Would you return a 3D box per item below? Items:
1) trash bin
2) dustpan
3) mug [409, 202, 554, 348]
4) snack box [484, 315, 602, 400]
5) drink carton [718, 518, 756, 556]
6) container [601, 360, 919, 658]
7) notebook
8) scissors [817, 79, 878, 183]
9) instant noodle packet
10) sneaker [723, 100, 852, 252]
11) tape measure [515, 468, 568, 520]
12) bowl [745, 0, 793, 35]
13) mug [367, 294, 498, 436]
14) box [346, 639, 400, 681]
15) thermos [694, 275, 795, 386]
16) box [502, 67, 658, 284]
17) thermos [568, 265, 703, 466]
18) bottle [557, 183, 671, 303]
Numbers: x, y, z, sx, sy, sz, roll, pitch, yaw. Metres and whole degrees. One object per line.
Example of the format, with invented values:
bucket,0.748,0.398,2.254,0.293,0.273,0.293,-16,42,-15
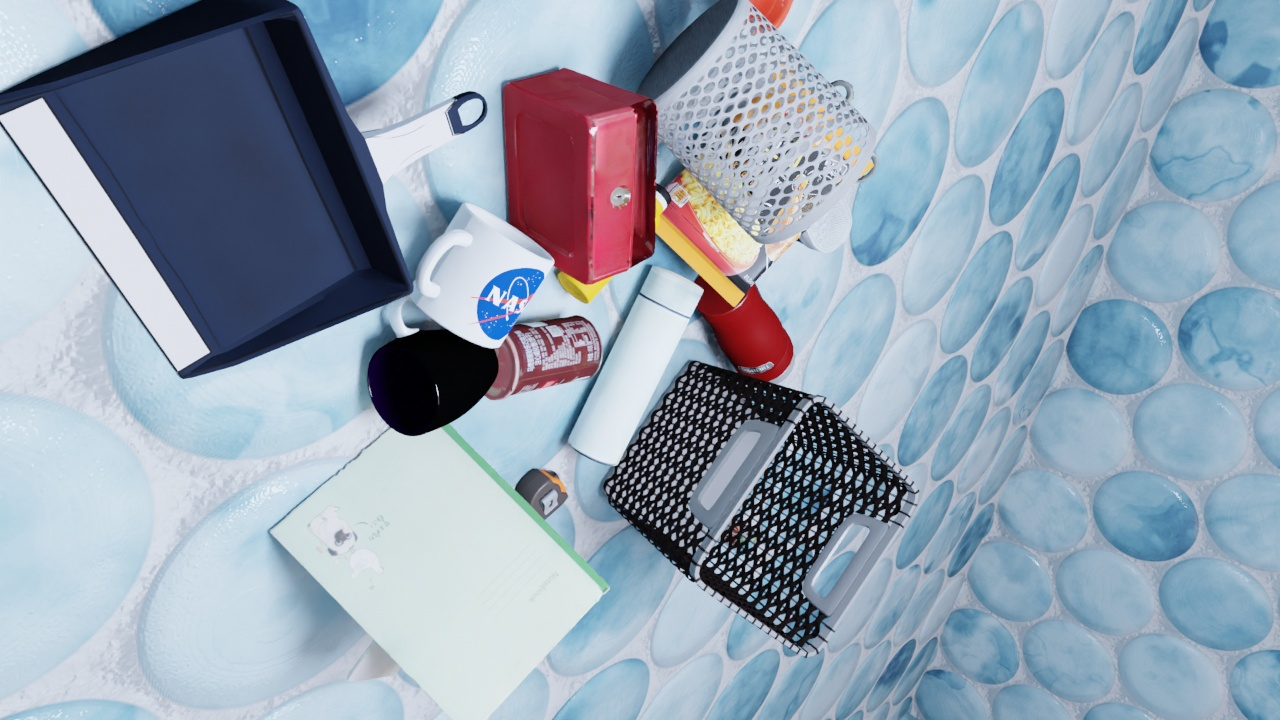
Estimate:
trash bin,0.103,-0.229,0.874,0.183,0.156,0.156,40,81,-22
dustpan,-0.235,-0.127,0.639,0.272,0.080,0.237,-40,142,-26
mug,-0.142,-0.074,0.773,0.090,0.091,0.121,-55,155,9
snack box,-0.103,-0.005,0.911,0.121,0.072,0.072,-13,125,-48
drink carton,0.110,0.230,1.312,0.044,0.129,0.038,-54,159,-8
container,0.135,0.166,1.133,0.245,0.244,0.247,40,82,-33
notebook,-0.177,0.182,0.835,0.181,0.252,0.010,-44,177,-22
scissors,0.204,-0.235,1.035,0.157,0.012,0.171,14,104,-25
instant noodle packet,0.128,-0.187,1.001,0.221,0.032,0.160,-45,115,9
sneaker,0.165,-0.220,1.081,0.089,0.087,0.235,-45,122,-6
tape measure,-0.112,0.155,1.052,0.058,0.038,0.059,-39,141,-27
bowl,0.109,-0.387,0.899,0.130,0.045,0.131,-35,134,-46
mug,-0.182,-0.003,0.817,0.100,0.085,0.119,-28,107,-55
box,-0.208,0.267,0.882,0.143,0.187,0.105,18,102,-52
thermos,0.137,-0.053,1.181,0.198,0.084,0.107,48,42,-53
box,-0.055,-0.162,0.805,0.087,0.129,0.158,-28,134,-32
thermos,-0.006,0.006,1.048,0.067,0.068,0.230,16,102,-55
bottle,-0.023,-0.124,0.945,0.143,0.043,0.043,-49,145,-14
